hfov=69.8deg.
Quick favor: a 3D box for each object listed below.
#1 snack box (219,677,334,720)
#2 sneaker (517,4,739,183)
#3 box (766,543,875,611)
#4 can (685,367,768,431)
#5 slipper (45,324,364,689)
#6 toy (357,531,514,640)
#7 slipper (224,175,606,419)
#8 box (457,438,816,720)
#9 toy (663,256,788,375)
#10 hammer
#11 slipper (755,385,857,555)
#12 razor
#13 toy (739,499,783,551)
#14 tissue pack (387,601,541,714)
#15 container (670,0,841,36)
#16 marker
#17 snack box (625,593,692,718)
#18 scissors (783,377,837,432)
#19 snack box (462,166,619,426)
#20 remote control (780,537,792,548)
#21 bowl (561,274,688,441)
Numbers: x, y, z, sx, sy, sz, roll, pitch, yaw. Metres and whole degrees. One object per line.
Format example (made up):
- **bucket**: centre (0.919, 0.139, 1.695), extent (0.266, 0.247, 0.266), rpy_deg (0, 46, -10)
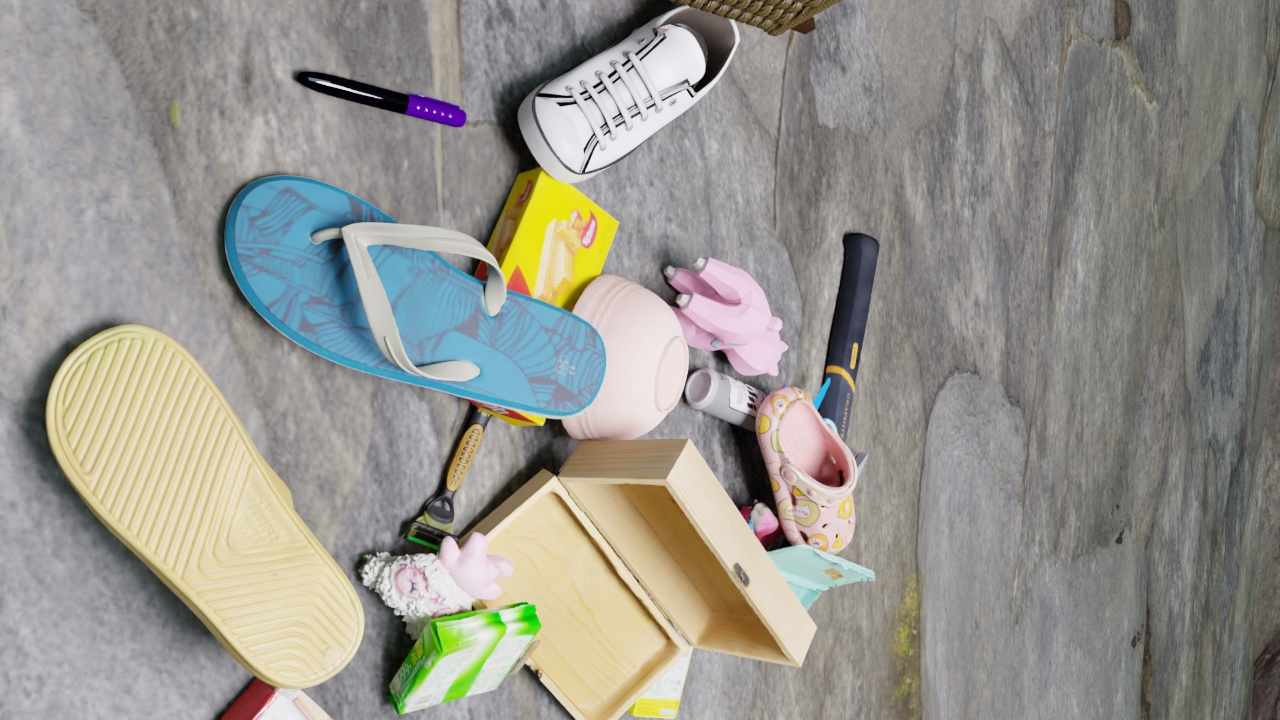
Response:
- **snack box**: centre (-0.221, 0.350, 0.708), extent (0.076, 0.044, 0.273), rpy_deg (-51, 125, -31)
- **sneaker**: centre (0.005, -0.238, 0.783), extent (0.244, 0.097, 0.091), rpy_deg (-40, 106, -35)
- **box**: centre (0.155, 0.235, 0.967), extent (0.138, 0.055, 0.187), rpy_deg (-42, 142, 14)
- **can**: centre (0.095, 0.042, 0.944), extent (0.106, 0.044, 0.044), rpy_deg (23, 80, -40)
- **slipper**: centre (-0.282, 0.102, 0.601), extent (0.099, 0.079, 0.263), rpy_deg (-40, 98, -28)
- **toy**: centre (-0.155, 0.174, 0.715), extent (0.109, 0.041, 0.096), rpy_deg (-28, 121, 8)
- **slipper**: centre (-0.151, -0.037, 0.658), extent (0.294, 0.060, 0.118), rpy_deg (24, 79, -20)
- **box**: centre (-0.008, 0.195, 0.804), extent (0.253, 0.118, 0.248), rpy_deg (-28, 118, 10)
- **toy**: centre (0.089, -0.036, 0.891), extent (0.157, 0.123, 0.067), rpy_deg (30, 75, -23)
- **hammer**: centre (0.232, 0.005, 1.067), extent (0.139, 0.035, 0.312), rpy_deg (12, 87, -43)
- **slipper**: centre (0.185, 0.116, 0.938), extent (0.093, 0.082, 0.197), rpy_deg (-34, 112, -34)
- **razor**: centre (-0.147, 0.084, 0.755), extent (0.044, 0.021, 0.144), rpy_deg (26, 77, -22)
- **toy**: centre (0.122, 0.181, 0.986), extent (0.065, 0.050, 0.102), rpy_deg (-54, 151, 2)
- **tissue pack**: centre (-0.139, 0.238, 0.735), extent (0.099, 0.034, 0.114), rpy_deg (1, 134, -41)
- **container**: centre (0.119, -0.456, 0.779), extent (0.204, 0.177, 0.320), rpy_deg (6, 74, -46)
- **marker**: centre (-0.191, -0.198, 0.691), extent (0.133, 0.015, 0.018), rpy_deg (4, 64, -41)
- **snack box**: centre (0.026, 0.281, 0.923), extent (0.061, 0.026, 0.149), rpy_deg (21, 81, -40)
- **scissors**: centre (0.181, 0.069, 0.993), extent (0.125, 0.013, 0.127), rpy_deg (-57, 132, -23)
- **snack box**: centre (-0.092, -0.053, 0.762), extent (0.092, 0.042, 0.200), rpy_deg (35, 66, -37)
- **remote control**: centre (0.178, 0.194, 1.024), extent (0.045, 0.021, 0.140), rpy_deg (17, 100, -46)
- **bowl**: centre (-0.005, 0.005, 0.796), extent (0.153, 0.076, 0.153), rpy_deg (12, 90, -68)
